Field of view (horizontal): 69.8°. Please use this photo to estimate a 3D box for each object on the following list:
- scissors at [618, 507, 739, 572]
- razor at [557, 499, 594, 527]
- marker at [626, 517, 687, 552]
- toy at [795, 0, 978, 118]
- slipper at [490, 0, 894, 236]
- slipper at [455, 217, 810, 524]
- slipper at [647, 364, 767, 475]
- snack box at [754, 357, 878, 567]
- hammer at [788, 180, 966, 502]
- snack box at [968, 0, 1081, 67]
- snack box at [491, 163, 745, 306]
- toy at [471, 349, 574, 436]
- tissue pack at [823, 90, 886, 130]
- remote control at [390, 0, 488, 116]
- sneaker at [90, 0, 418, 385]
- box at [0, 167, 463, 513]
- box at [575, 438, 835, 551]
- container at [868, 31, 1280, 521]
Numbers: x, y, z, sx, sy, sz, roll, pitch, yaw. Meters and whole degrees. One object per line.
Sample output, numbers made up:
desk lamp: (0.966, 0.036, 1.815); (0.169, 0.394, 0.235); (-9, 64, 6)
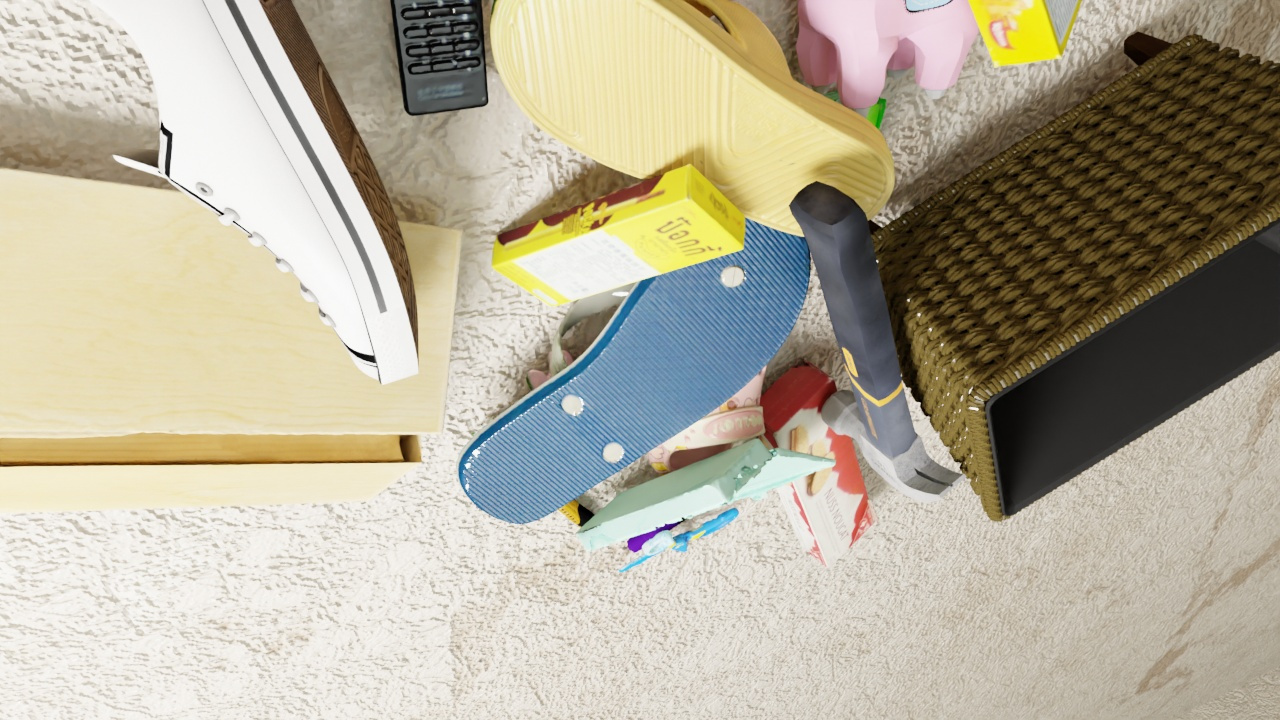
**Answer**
scissors: (0.036, 0.168, 0.852); (0.125, 0.013, 0.127); (-29, 156, 1)
razor: (-0.067, 0.119, 0.762); (0.144, 0.044, 0.021); (50, 55, -52)
marker: (0.045, 0.139, 0.855); (0.134, 0.015, 0.018); (-34, 151, 4)
toy: (0.138, -0.224, 0.525); (0.123, 0.067, 0.158); (-19, 132, -17)
slipper: (0.034, -0.150, 0.521); (0.263, 0.078, 0.100); (20, 133, -29)
slipper: (-0.004, 0.004, 0.638); (0.295, 0.060, 0.118); (-40, 113, 7)
slipper: (0.057, 0.039, 0.719); (0.093, 0.081, 0.198); (-8, 135, -22)
snack box: (0.168, 0.107, 0.863); (0.076, 0.044, 0.273); (-41, 140, -12)
hammer: (0.151, -0.003, 0.622); (0.035, 0.139, 0.313); (-39, 139, -6)
snack box: (0.191, -0.261, 0.487); (0.200, 0.042, 0.092); (43, 65, -41)
snack box: (-0.016, -0.071, 0.554); (0.149, 0.025, 0.061); (-13, 150, 34)
toy: (-0.064, 0.040, 0.683); (0.095, 0.041, 0.109); (14, 116, -37)
tissue pack: (0.106, -0.128, 0.622); (0.113, 0.034, 0.100); (-16, 135, -19)
remote control: (-0.102, -0.192, 0.451); (0.045, 0.021, 0.141); (-14, 131, -20)
sneaker: (-0.182, -0.088, 0.422); (0.097, 0.091, 0.245); (-22, 120, -2)
box: (-0.245, 0.018, 0.516); (0.247, 0.118, 0.253); (4, 134, -31)
box: (0.047, 0.106, 0.737); (0.138, 0.055, 0.188); (-15, 171, -42)
container: (0.322, -0.076, 0.665); (0.321, 0.205, 0.176); (-32, 138, 1)
